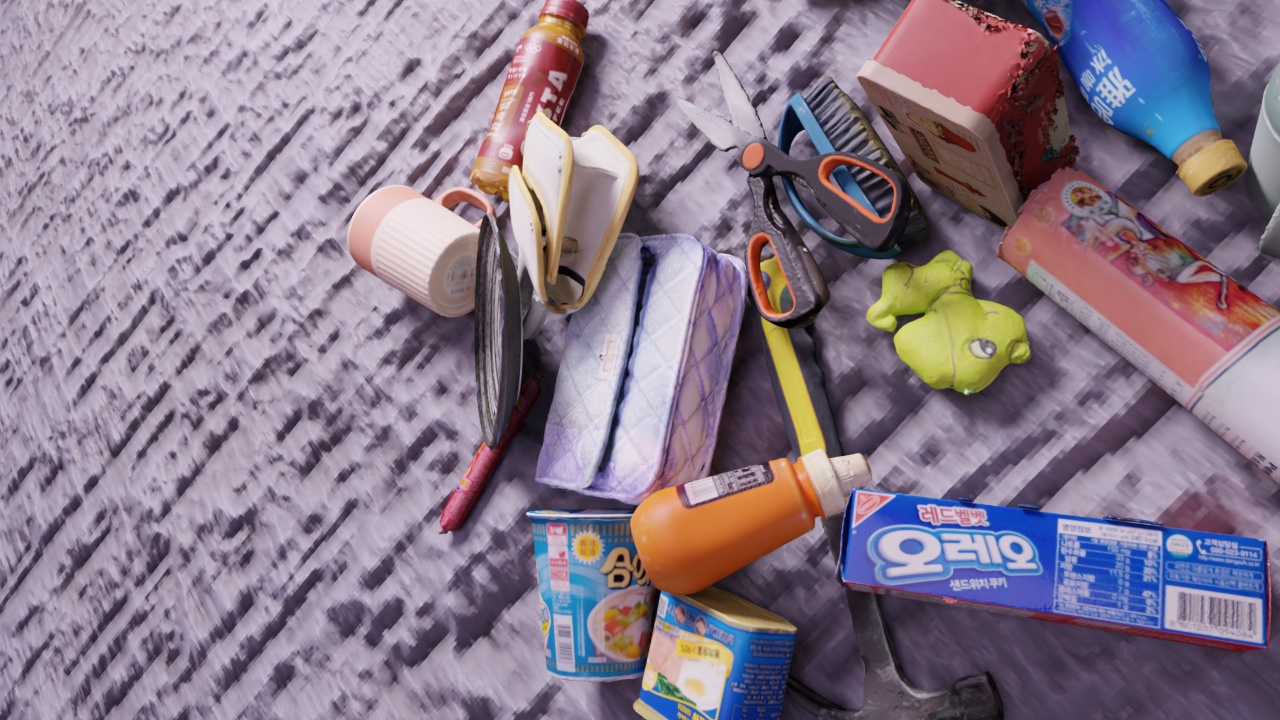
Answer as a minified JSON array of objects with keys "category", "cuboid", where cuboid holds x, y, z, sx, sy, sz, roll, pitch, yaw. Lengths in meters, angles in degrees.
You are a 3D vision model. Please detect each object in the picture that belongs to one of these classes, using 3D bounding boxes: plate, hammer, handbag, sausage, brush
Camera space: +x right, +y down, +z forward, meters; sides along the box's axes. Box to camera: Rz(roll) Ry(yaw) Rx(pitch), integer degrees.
[{"category":"plate","cuboid":[-0.107,-0.021,0.698,0.024,0.180,0.179,0,71,-16]},{"category":"hammer","cuboid":[0.119,0.080,0.601,0.126,0.032,0.323,-22,67,21]},{"category":"handbag","cuboid":[-0.072,-0.090,0.691,0.163,0.063,0.179,-120,47,-62]},{"category":"sausage","cuboid":[-0.122,0.075,0.741,0.020,0.020,0.156,33,93,31]},{"category":"handbag","cuboid":[-0.004,0.004,0.656,0.134,0.075,0.193,1,75,47]},{"category":"brush","cuboid":[0.137,-0.126,0.633,0.074,0.055,0.143,-33,64,16]}]

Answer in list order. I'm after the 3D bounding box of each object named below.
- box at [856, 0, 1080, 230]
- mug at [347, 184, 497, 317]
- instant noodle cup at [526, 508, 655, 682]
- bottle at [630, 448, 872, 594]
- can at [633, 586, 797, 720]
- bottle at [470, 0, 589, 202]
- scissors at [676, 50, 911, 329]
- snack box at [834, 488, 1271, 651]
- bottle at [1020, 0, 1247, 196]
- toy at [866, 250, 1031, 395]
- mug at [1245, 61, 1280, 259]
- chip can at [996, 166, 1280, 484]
[{"category":"box","cuboid":[0.203,-0.145,0.536,0.091,0.168,0.077,40,99,31]},{"category":"mug","cuboid":[-0.174,-0.103,0.790,0.106,0.082,0.114,31,63,30]},{"category":"instant noodle cup","cuboid":[-0.029,0.158,0.629,0.099,0.099,0.110,-4,82,28]},{"category":"bottle","cuboid":[0.071,0.093,0.567,0.149,0.067,0.066,-23,66,6]},{"category":"can","cuboid":[0.047,0.193,0.574,0.102,0.057,0.083,8,86,58]},{"category":"bottle","cuboid":[-0.090,-0.223,0.782,0.057,0.057,0.175,16,85,31]},{"category":"scissors","cuboid":[0.099,-0.132,0.626,0.198,0.021,0.226,-13,75,42]},{"category":"snack box","cuboid":[0.215,0.113,0.501,0.208,0.058,0.057,5,74,18]},{"category":"bottle","cuboid":[0.294,-0.194,0.561,0.065,0.065,0.218,-29,65,19]},{"category":"toy","cuboid":[0.194,-0.022,0.588,0.097,0.031,0.100,-11,67,26]},{"category":"mug","cuboid":[0.360,-0.109,0.476,0.082,0.106,0.112,34,94,30]},{"category":"chip can","cuboid":[0.300,-0.018,0.505,0.071,0.071,0.214,-46,60,10]}]
